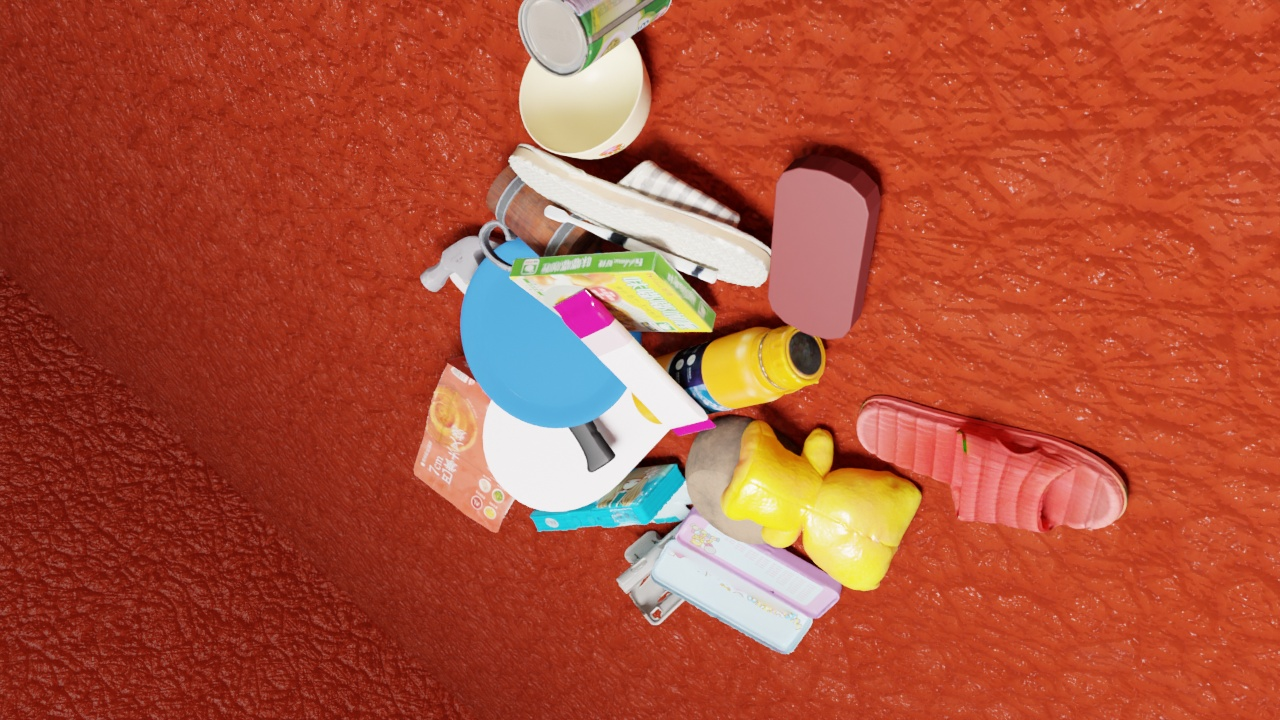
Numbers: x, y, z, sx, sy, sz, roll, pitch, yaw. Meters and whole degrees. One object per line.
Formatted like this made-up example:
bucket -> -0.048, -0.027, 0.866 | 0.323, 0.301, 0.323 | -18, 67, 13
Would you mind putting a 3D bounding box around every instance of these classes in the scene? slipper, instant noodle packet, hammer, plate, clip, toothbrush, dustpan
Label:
slipper -> 0.306, 0.104, 0.841 | 0.249, 0.059, 0.104 | 18, 138, 34
instant noodle packet -> -0.227, 0.120, 1.284 | 0.164, 0.083, 0.221 | 32, 113, 14
slipper -> 0.001, -0.144, 0.862 | 0.273, 0.054, 0.114 | 24, 165, 13
hammer -> -0.132, -0.010, 1.095 | 0.127, 0.029, 0.323 | -37, 85, 23
plate -> -0.102, -0.034, 1.051 | 0.225, 0.024, 0.224 | 4, 101, 19
clip -> 0.022, 0.273, 1.262 | 0.152, 0.126, 0.105 | 39, 164, 51
toothbrush -> -0.011, -0.112, 0.883 | 0.187, 0.012, 0.017 | 24, -175, 16
dustpan -> -0.083, 0.072, 1.148 | 0.191, 0.053, 0.258 | 42, 112, 2

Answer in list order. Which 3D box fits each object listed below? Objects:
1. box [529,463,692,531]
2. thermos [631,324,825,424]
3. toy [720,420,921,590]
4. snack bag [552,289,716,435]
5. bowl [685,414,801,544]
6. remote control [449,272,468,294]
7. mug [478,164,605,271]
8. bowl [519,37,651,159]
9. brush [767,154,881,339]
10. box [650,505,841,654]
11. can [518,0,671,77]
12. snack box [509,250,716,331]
box -> -0.021, 0.185, 1.230 | 0.228, 0.168, 0.086 | -15, 76, 46
thermos -> 0.092, 0.013, 0.955 | 0.233, 0.091, 0.076 | -18, 85, 52
toy -> 0.180, 0.142, 0.939 | 0.194, 0.134, 0.087 | 27, -176, 8
snack bag -> -0.005, 0.006, 0.939 | 0.196, 0.016, 0.070 | 46, 150, -15
bowl -> 0.121, 0.146, 1.061 | 0.162, 0.070, 0.162 | 27, 142, 23
remote control -> -0.198, -0.076, 1.196 | 0.136, 0.013, 0.043 | 45, 146, -2
mug -> -0.109, -0.137, 0.966 | 0.111, 0.081, 0.118 | 40, 110, 11
bowl -> -0.037, -0.227, 0.810 | 0.118, 0.118, 0.074 | 25, -176, 25
brush -> 0.158, -0.098, 0.787 | 0.082, 0.041, 0.174 | 25, 142, 25
box -> 0.131, 0.279, 1.169 | 0.214, 0.040, 0.152 | 30, 122, 1
can -> -0.033, -0.278, 0.719 | 0.067, 0.120, 0.067 | 27, 143, 23
snack box -> -0.027, -0.065, 0.921 | 0.168, 0.027, 0.132 | 1, 157, 32
